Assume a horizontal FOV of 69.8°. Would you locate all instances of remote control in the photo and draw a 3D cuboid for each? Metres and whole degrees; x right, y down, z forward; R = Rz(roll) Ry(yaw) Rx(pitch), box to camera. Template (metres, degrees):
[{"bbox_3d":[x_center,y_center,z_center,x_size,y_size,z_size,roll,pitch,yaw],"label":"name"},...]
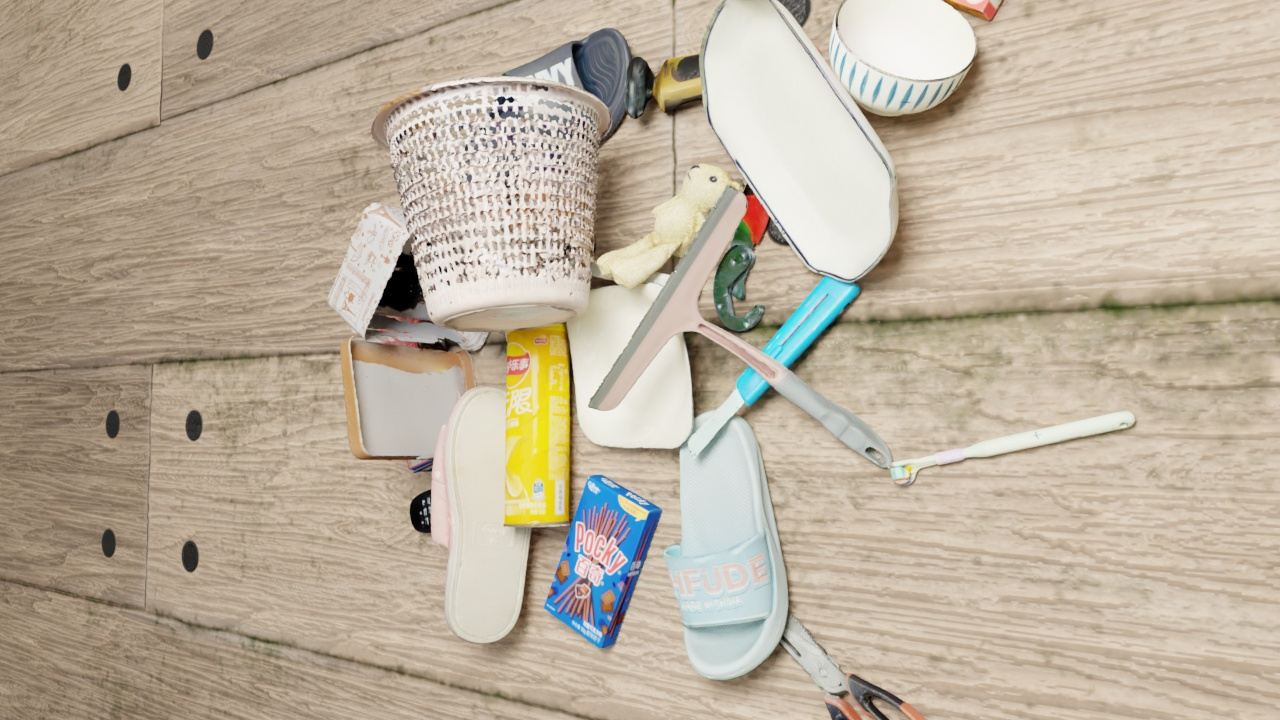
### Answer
[{"bbox_3d":[-0.006,-0.084,0.922,0.135,0.056,0.019,15,96,34],"label":"remote control"},{"bbox_3d":[-0.216,0.168,1.071,0.137,0.024,0.053,-19,75,31],"label":"remote control"}]

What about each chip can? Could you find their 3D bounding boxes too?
[{"bbox_3d":[-0.107,0.068,0.966,0.072,0.072,0.213,-6,81,34],"label":"chip can"}]

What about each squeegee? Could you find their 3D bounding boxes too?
[{"bbox_3d":[0.116,0.015,0.805,0.249,0.040,0.248,35,117,3],"label":"squeegee"}]

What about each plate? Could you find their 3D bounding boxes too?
[{"bbox_3d":[-0.005,0.005,0.914,0.164,0.034,0.164,-2,97,45],"label":"plate"},{"bbox_3d":[0.138,-0.194,0.788,0.265,0.034,0.162,59,156,14],"label":"plate"}]

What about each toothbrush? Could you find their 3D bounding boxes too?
[{"bbox_3d":[0.291,0.070,0.732,0.190,0.029,0.020,-19,36,31],"label":"toothbrush"}]

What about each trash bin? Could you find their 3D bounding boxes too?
[{"bbox_3d":[-0.131,-0.133,0.868,0.228,0.227,0.192,-11,82,34],"label":"trash bin"}]

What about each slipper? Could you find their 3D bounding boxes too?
[{"bbox_3d":[-0.120,-0.257,0.996,0.269,0.083,0.110,-32,72,30],"label":"slipper"},{"bbox_3d":[-0.169,0.165,0.993,0.055,0.114,0.274,-12,77,61],"label":"slipper"},{"bbox_3d":[0.072,0.165,0.840,0.104,0.074,0.245,-11,76,33],"label":"slipper"}]

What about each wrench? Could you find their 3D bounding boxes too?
[{"bbox_3d":[0.118,-0.162,0.865,0.056,0.016,0.273,17,98,30],"label":"wrench"}]

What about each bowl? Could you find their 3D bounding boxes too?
[{"bbox_3d":[0.211,-0.248,0.763,0.116,0.116,0.066,55,159,24],"label":"bowl"}]

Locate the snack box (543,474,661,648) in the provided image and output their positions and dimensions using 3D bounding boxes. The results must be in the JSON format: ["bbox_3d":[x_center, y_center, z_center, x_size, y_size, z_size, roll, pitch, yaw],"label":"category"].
[{"bbox_3d":[-0.041,0.206,0.947,0.084,0.026,0.157,25,101,34],"label":"snack box"}]

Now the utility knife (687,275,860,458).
[{"bbox_3d":[0.115,0.007,0.834,0.216,0.018,0.034,-49,61,10],"label":"utility knife"}]

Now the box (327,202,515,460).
[{"bbox_3d":[-0.241,-0.026,1.006,0.125,0.178,0.274,9,91,35],"label":"box"}]

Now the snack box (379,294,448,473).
[{"bbox_3d":[-0.258,0.027,1.089,0.058,0.057,0.207,-23,74,29],"label":"snack box"}]

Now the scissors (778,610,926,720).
[{"bbox_3d":[0.168,0.296,0.805,0.206,0.015,0.196,-4,88,41],"label":"scissors"}]

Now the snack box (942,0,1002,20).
[{"bbox_3d":[0.247,-0.354,0.780,0.156,0.027,0.077,37,109,30],"label":"snack box"}]

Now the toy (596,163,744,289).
[{"bbox_3d":[0.027,-0.127,0.871,0.157,0.066,0.105,-41,34,-6],"label":"toy"}]

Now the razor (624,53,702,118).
[{"bbox_3d":[0.057,-0.278,0.889,0.168,0.067,0.062,-3,69,28],"label":"razor"}]
